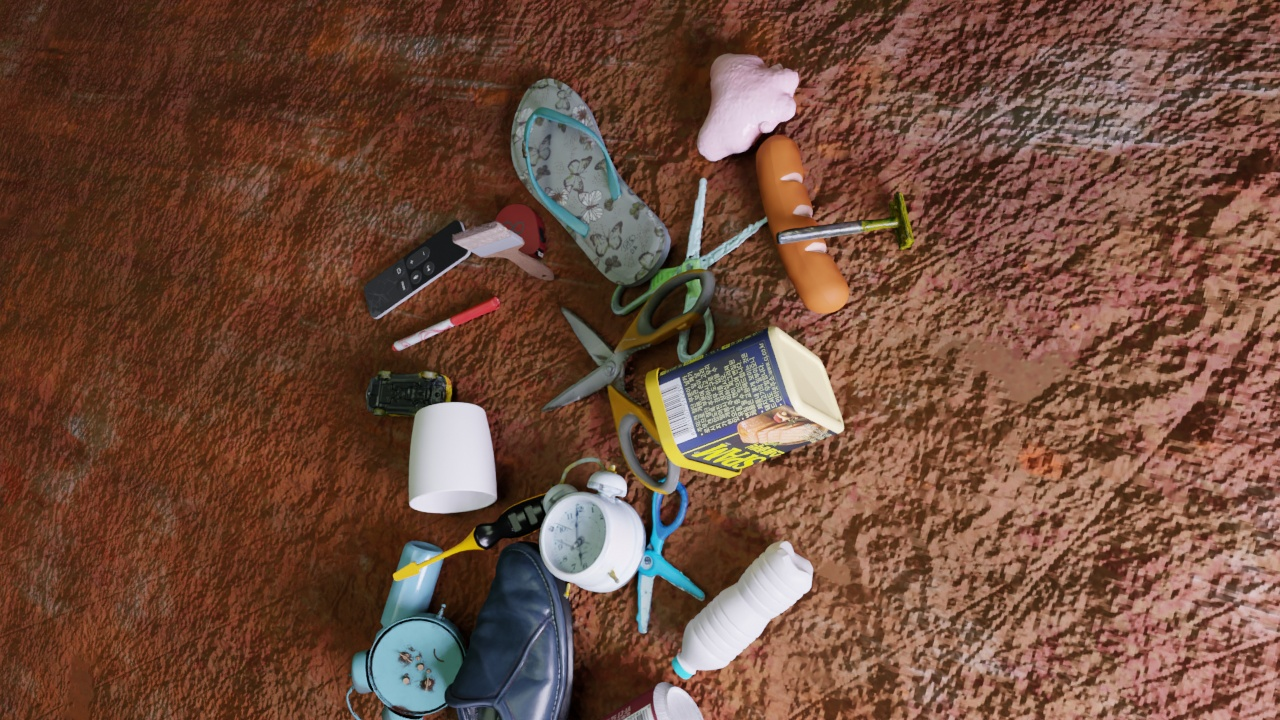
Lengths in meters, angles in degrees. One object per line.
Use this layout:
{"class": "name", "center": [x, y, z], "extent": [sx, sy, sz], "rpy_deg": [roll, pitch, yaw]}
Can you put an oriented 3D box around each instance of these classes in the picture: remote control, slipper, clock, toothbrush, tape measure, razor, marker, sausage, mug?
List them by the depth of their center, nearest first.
{"class": "razor", "center": [0.160, -0.104, 0.726], "extent": [0.106, 0.026, 0.042], "rpy_deg": [-8, 76, -2]}
{"class": "sausage", "center": [0.130, -0.114, 0.762], "extent": [0.044, 0.039, 0.164], "rpy_deg": [-21, 70, 18]}
{"class": "slipper", "center": [-0.121, 0.289, 0.783], "extent": [0.109, 0.083, 0.265], "rpy_deg": [-11, 74, 49]}
{"class": "clock", "center": [-0.044, 0.141, 0.788], "extent": [0.083, 0.057, 0.117], "rpy_deg": [-22, 61, 25]}
{"class": "clock", "center": [-0.213, 0.287, 0.846], "extent": [0.124, 0.053, 0.090], "rpy_deg": [-39, 90, -2]}
{"class": "toothbrush", "center": [-0.144, 0.163, 0.850], "extent": [0.197, 0.031, 0.031], "rpy_deg": [-25, 83, 9]}
{"class": "slipper", "center": [-0.068, -0.175, 0.878], "extent": [0.098, 0.054, 0.268], "rpy_deg": [-42, 61, 19]}
{"class": "mug", "center": [-0.188, 0.099, 0.888], "extent": [0.114, 0.080, 0.087], "rpy_deg": [-39, 51, 52]}
{"class": "tape measure", "center": [-0.119, -0.130, 0.922], "extent": [0.059, 0.019, 0.051], "rpy_deg": [8, 82, 24]}
{"class": "marker", "center": [-0.205, -0.036, 0.956], "extent": [0.142, 0.012, 0.012], "rpy_deg": [-21, 70, 25]}
{"class": "remote control", "center": [-0.243, -0.097, 0.993], "extent": [0.147, 0.008, 0.045], "rpy_deg": [-30, 66, 21]}

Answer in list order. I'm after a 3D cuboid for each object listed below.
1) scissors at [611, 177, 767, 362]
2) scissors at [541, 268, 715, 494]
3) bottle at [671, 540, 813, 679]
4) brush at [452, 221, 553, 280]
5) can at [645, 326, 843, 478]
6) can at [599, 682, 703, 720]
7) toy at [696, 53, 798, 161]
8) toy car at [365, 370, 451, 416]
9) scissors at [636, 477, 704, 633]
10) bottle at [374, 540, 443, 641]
{"class": "scissors", "center": [0.049, -0.076, 0.820], "extent": [0.172, 0.024, 0.165], "rpy_deg": [-31, 60, 24]}
{"class": "scissors", "center": [-0.005, 0.006, 0.813], "extent": [0.230, 0.016, 0.225], "rpy_deg": [-51, 54, 21]}
{"class": "bottle", "center": [0.077, 0.201, 0.723], "extent": [0.136, 0.044, 0.044], "rpy_deg": [-47, 61, 14]}
{"class": "brush", "center": [-0.115, -0.095, 0.839], "extent": [0.045, 0.143, 0.008], "rpy_deg": [-14, 74, 18]}
{"class": "can", "center": [0.083, 0.034, 0.704], "extent": [0.104, 0.135, 0.075], "rpy_deg": [-23, 69, 21]}
{"class": "can", "center": [-0.007, 0.311, 0.737], "extent": [0.114, 0.063, 0.063], "rpy_deg": [-37, 64, 18]}
{"class": "toy", "center": [0.094, -0.228, 0.800], "extent": [0.093, 0.050, 0.102], "rpy_deg": [-1, 76, 33]}
{"class": "toy car", "center": [-0.241, 0.036, 0.951], "extent": [0.107, 0.030, 0.049], "rpy_deg": [2, 82, 28]}
{"class": "scissors", "center": [0.006, 0.161, 0.793], "extent": [0.134, 0.011, 0.140], "rpy_deg": [26, 92, 34]}
{"class": "bottle", "center": [-0.229, 0.243, 0.894], "extent": [0.040, 0.040, 0.130], "rpy_deg": [16, 88, 32]}
